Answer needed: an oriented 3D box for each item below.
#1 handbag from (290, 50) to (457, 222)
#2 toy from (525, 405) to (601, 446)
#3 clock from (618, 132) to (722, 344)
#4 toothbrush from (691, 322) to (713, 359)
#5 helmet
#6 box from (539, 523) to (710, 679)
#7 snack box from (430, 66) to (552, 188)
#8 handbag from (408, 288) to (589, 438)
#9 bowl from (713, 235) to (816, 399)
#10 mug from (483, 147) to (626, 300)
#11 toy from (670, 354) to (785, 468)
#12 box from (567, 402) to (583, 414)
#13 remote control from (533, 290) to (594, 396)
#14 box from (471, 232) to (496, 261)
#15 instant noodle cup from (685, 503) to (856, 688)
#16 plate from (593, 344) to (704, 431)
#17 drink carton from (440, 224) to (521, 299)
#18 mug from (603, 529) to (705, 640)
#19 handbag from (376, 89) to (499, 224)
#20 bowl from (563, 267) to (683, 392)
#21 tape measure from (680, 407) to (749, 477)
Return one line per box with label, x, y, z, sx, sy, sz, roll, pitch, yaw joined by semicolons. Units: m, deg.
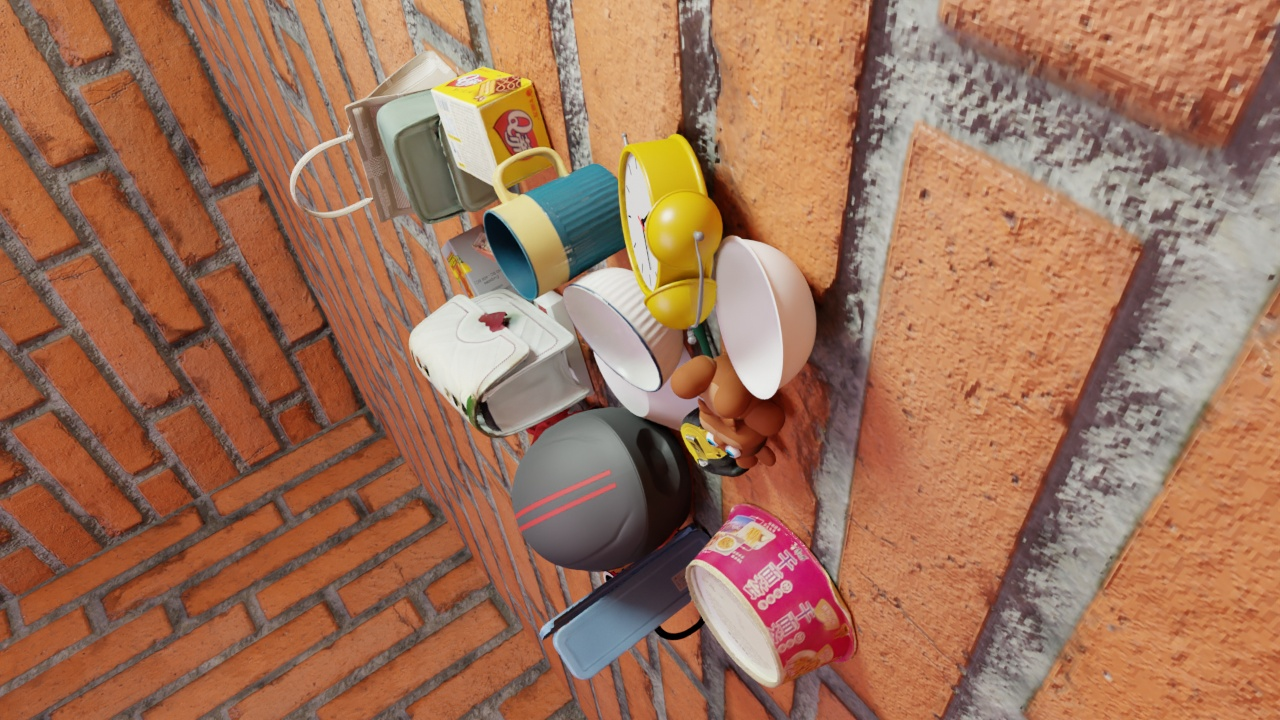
handbag;-0.285;-0.216;1.003;0.062;0.197;0.176;48;157;27
toy;-0.092;0.108;1.140;0.133;0.088;0.094;10;143;39
clock;0.019;-0.090;0.641;0.114;0.052;0.151;91;164;-46
toothbrush;0.038;-0.048;0.755;0.017;0.016;0.190;25;141;63
helmet;-0.048;0.137;0.957;0.164;0.169;0.265;67;156;9
box;-0.005;0.264;1.000;0.074;0.208;0.078;55;159;11
snack box;-0.138;-0.218;0.857;0.106;0.061;0.084;34;147;48
handbag;-0.167;-0.003;1.035;0.198;0.141;0.096;33;142;48
bowl;0.089;-0.032;0.612;0.110;0.040;0.110;166;90;-76
mug;-0.073;-0.125;0.777;0.113;0.107;0.083;64;161;-13
toy;0.073;0.047;0.741;0.095;0.065;0.128;32;152;36
box;-0.144;0.025;1.236;0.199;0.065;0.083;48;132;27
remote control;-0.093;-0.021;1.073;0.049;0.024;0.143;34;147;49
box;-0.117;-0.121;0.996;0.058;0.062;0.188;42;170;-37
instant noodle cup;0.113;0.232;0.874;0.178;0.077;0.179;48;157;28
plate;-0.005;0.005;0.894;0.174;0.036;0.174;47;156;28
drink carton;-0.199;-0.102;1.170;0.125;0.048;0.076;61;159;-6
mug;0.029;0.272;1.087;0.118;0.098;0.082;51;158;21
handbag;-0.205;-0.214;0.956;0.122;0.106;0.067;80;162;-44
bowl;-0.004;-0.036;0.787;0.118;0.062;0.118;41;161;18
tape measure;0.063;0.072;0.827;0.066;0.037;0.064;7;126;64
